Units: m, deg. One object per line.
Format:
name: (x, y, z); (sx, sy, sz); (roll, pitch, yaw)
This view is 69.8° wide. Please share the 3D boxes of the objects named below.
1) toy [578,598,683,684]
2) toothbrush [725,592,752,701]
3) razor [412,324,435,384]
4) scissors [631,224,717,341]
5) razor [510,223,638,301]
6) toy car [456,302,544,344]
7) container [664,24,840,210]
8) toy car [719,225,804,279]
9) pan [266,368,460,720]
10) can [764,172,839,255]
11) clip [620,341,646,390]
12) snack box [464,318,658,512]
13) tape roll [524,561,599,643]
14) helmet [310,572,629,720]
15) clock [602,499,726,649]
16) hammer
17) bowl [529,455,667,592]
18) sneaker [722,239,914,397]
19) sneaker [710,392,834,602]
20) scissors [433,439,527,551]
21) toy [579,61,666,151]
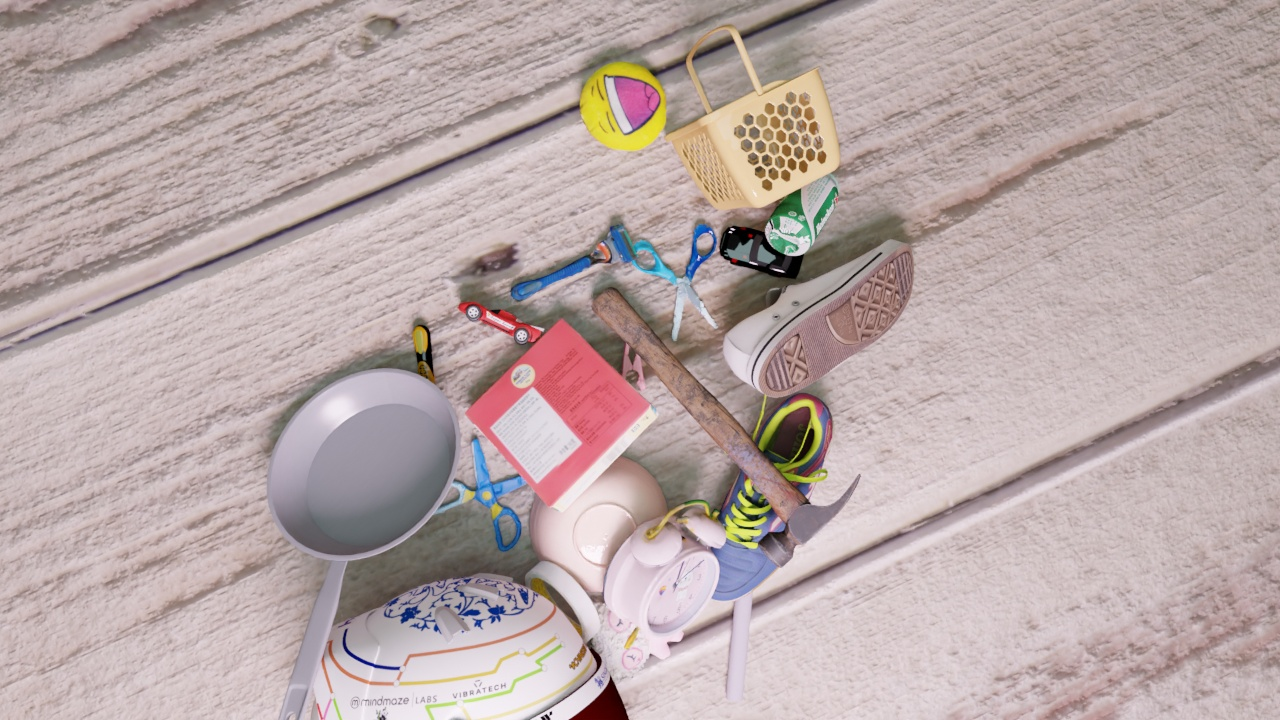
toy: (-0.008, 0.293, 0.986); (0.108, 0.041, 0.095); (-15, 92, -11)
toothbrush: (0.112, 0.279, 1.007); (0.019, 0.018, 0.188); (5, 91, -11)
razor: (-0.223, 0.034, 0.962); (0.044, 0.021, 0.144); (-5, 93, 13)
scissors: (0.053, -0.090, 0.991); (0.119, 0.014, 0.129); (-38, 97, -4)
razor: (-0.074, -0.098, 0.976); (0.141, 0.018, 0.044); (-25, 88, -1)
toy car: (-0.146, -0.041, 0.959); (0.089, 0.038, 0.025); (26, 86, -6)
container: (0.102, -0.244, 0.907); (0.129, 0.183, 0.167); (-28, 101, -5)
toy car: (0.131, -0.117, 0.987); (0.091, 0.036, 0.042); (15, 90, -6)
pan: (-0.276, 0.170, 0.867); (0.201, 0.051, 0.355); (-1, 62, 12)
can: (0.170, -0.155, 0.963); (0.053, 0.053, 0.100); (39, 56, -6)
clip: (-0.014, 0.007, 0.985); (0.045, 0.023, 0.060); (-25, 98, -4)
snack box: (-0.082, 0.054, 0.938); (0.142, 0.040, 0.145); (-45, 67, -3)
tape roll: (-0.081, 0.251, 0.949); (0.019, 0.094, 0.094); (-37, 96, -33)
helmet: (-0.153, 0.325, 0.870); (0.314, 0.231, 0.236); (-2, 90, 4)
clock: (0.029, 0.204, 0.917); (0.116, 0.059, 0.158); (-5, 118, -43)
hammer: (0.072, 0.044, 0.929); (0.120, 0.033, 0.330); (-42, 75, 2)
bowl: (-0.040, 0.176, 0.959); (0.153, 0.076, 0.153); (0, 92, -6)
sneaker: (0.186, -0.053, 0.978); (0.245, 0.097, 0.091); (-36, 130, -19)
sneaker: (0.122, 0.141, 0.962); (0.116, 0.091, 0.241); (27, 86, 18)
scissors: (-0.167, 0.145, 0.977); (0.130, 0.014, 0.125); (-11, 94, -8)
toy: (-0.018, -0.267, 0.964); (0.094, 0.041, 0.095); (-18, 91, -9)
